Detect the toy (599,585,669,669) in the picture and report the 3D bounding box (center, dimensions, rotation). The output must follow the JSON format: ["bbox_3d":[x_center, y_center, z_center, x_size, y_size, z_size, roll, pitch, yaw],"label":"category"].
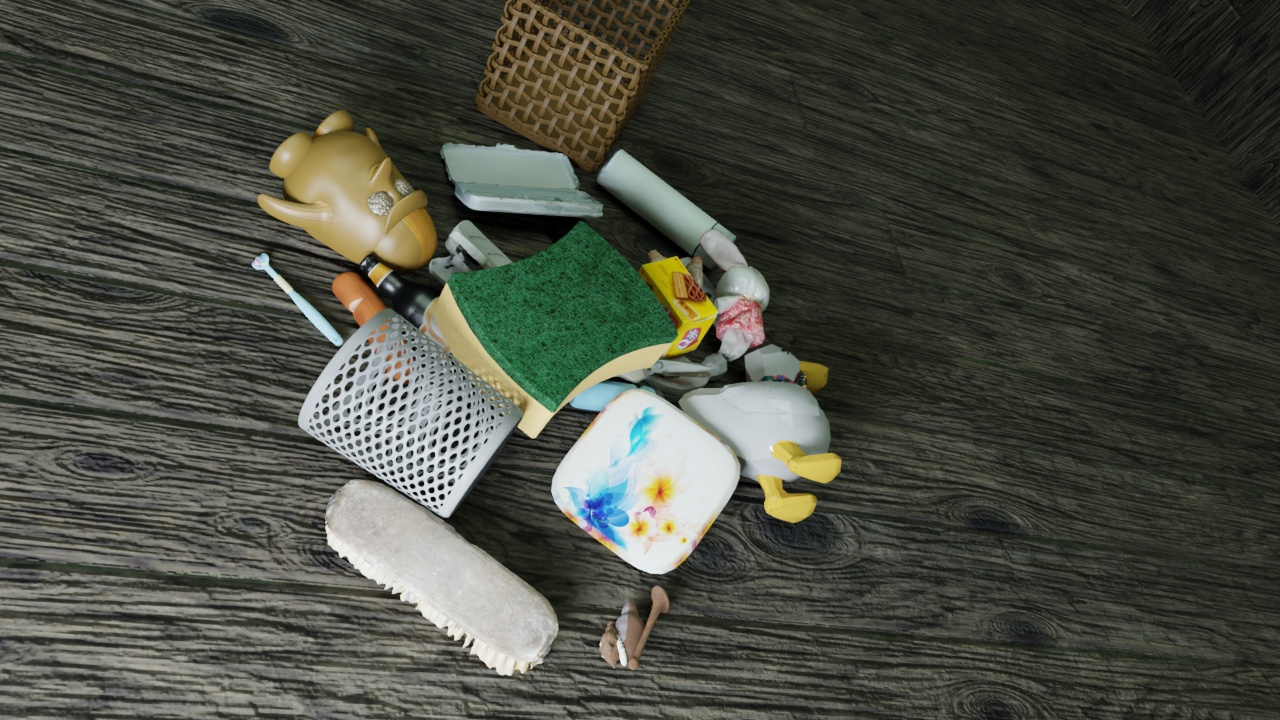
[{"bbox_3d":[-0.009,0.291,0.991,0.055,0.042,0.101,0,31,22],"label":"toy"}]

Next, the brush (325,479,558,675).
[{"bbox_3d":[-0.203,0.219,0.938,0.271,0.057,0.083,34,50,2],"label":"brush"}]

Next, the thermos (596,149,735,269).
[{"bbox_3d":[0.040,-0.233,1.419,0.230,0.068,0.067,39,47,5],"label":"thermos"}]

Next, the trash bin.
[{"bbox_3d":[-0.239,0.061,0.981,0.183,0.157,0.156,35,46,-1],"label":"trash bin"}]

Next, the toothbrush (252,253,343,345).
[{"bbox_3d":[-0.407,-0.072,1.092,0.155,0.016,0.022,43,79,10],"label":"toothbrush"}]

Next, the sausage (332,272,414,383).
[{"bbox_3d":[-0.316,-0.041,1.098,0.044,0.039,0.164,-26,69,-28],"label":"sausage"}]

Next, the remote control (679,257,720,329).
[{"bbox_3d":[0.099,-0.097,1.380,0.045,0.008,0.146,-20,66,-37],"label":"remote control"}]

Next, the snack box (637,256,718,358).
[{"bbox_3d":[0.039,-0.070,1.224,0.061,0.084,0.105,-18,63,-34],"label":"snack box"}]

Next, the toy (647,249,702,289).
[{"bbox_3d":[0.051,-0.107,1.311,0.085,0.074,0.105,15,31,-21],"label":"toy"}]

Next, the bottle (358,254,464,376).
[{"bbox_3d":[-0.263,-0.060,1.107,0.181,0.059,0.059,42,46,-6],"label":"bottle"}]

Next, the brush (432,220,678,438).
[{"bbox_3d":[-0.099,-0.044,1.103,0.249,0.075,0.195,-31,77,-42],"label":"brush"}]

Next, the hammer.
[{"bbox_3d":[-0.022,-0.078,1.284,0.130,0.039,0.328,-24,68,-38],"label":"hammer"}]

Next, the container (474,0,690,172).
[{"bbox_3d":[-0.091,-0.486,1.450,0.219,0.215,0.250,29,47,-4],"label":"container"}]

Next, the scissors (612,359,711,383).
[{"bbox_3d":[-0.010,0.000,1.198,0.187,0.015,0.146,-25,64,-15],"label":"scissors"}]

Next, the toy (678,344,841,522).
[{"bbox_3d":[0.166,0.073,1.197,0.246,0.141,0.267,7,39,-21],"label":"toy"}]

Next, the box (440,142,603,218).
[{"bbox_3d":[-0.175,-0.258,1.340,0.209,0.061,0.192,-2,34,-30],"label":"box"}]

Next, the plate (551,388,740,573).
[{"bbox_3d":[0.008,0.136,1.080,0.187,0.016,0.186,35,71,11],"label":"plate"}]

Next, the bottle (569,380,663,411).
[{"bbox_3d":[-0.026,0.048,1.178,0.130,0.040,0.040,9,51,-21],"label":"bottle"}]

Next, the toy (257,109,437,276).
[{"bbox_3d":[-0.341,-0.194,1.137,0.203,0.163,0.198,44,47,-5],"label":"toy"}]

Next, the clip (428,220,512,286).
[{"bbox_3d":[-0.208,-0.129,1.196,0.124,0.074,0.143,41,16,11],"label":"clip"}]

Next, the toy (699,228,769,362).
[{"bbox_3d":[0.143,-0.083,1.329,0.159,0.084,0.193,35,47,-37],"label":"toy"}]
